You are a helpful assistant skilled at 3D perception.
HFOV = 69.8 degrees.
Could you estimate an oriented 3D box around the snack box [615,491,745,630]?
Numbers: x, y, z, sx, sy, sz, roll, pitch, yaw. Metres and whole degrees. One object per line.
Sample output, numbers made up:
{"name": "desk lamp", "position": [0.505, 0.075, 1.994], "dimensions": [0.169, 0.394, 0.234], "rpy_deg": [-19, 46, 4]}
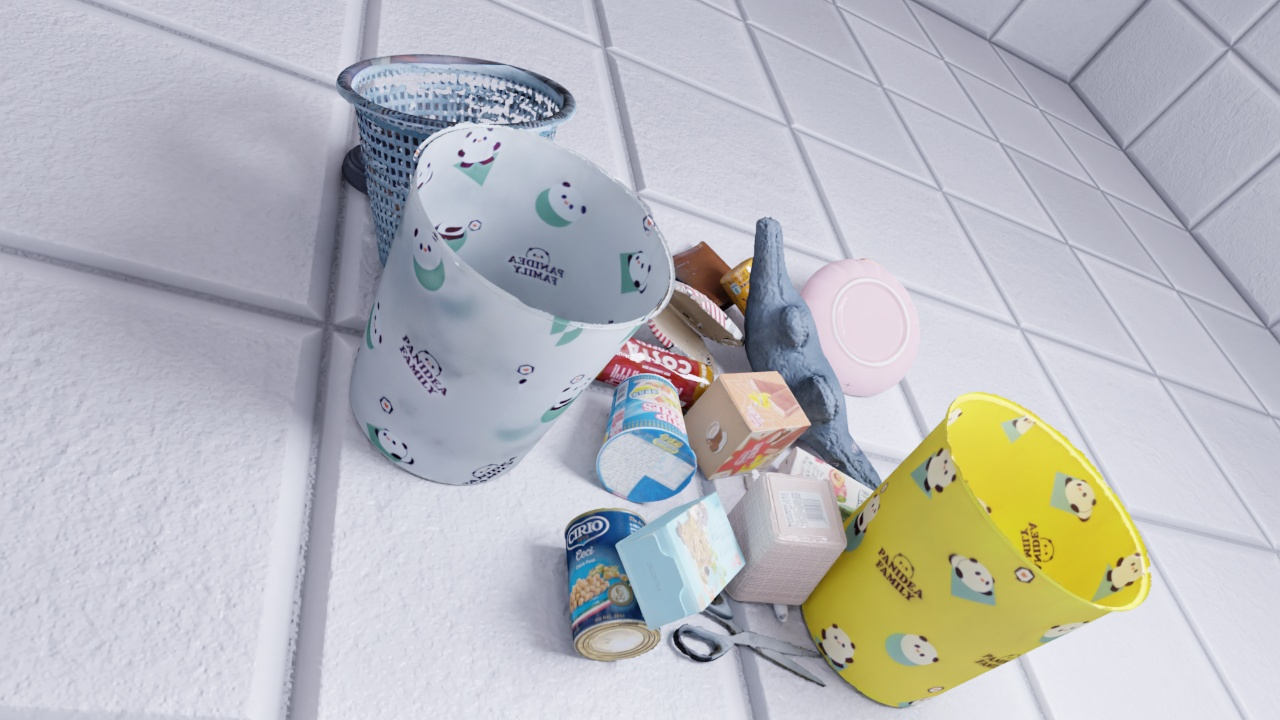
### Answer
{"name": "snack box", "position": [0.040, 0.169, 0.799], "dimensions": [0.074, 0.052, 0.174], "rpy_deg": [67, 18, 6]}

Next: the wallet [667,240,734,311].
{"name": "wallet", "position": [0.085, -0.110, 1.228], "dimensions": [0.101, 0.032, 0.124], "rpy_deg": [43, 38, 12]}

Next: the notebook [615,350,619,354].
{"name": "notebook", "position": [-0.104, -0.083, 1.015], "dimensions": [0.209, 0.012, 0.150], "rpy_deg": [20, 34, 3]}

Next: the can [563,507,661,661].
{"name": "can", "position": [-0.025, 0.194, 0.793], "dimensions": [0.075, 0.076, 0.111], "rpy_deg": [15, 43, -25]}

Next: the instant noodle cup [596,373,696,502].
{"name": "instant noodle cup", "position": [0.005, 0.072, 0.936], "dimensions": [0.099, 0.099, 0.109], "rpy_deg": [24, 33, -16]}

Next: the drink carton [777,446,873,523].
{"name": "drink carton", "position": [0.213, 0.155, 1.041], "dimensions": [0.122, 0.046, 0.053], "rpy_deg": [30, 44, -7]}

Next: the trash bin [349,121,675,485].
{"name": "trash bin", "position": [-0.129, -0.035, 0.805], "dimensions": [0.229, 0.253, 0.229], "rpy_deg": [20, 41, -19]}

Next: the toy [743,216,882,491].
{"name": "toy", "position": [0.191, 0.007, 1.099], "dimensions": [0.091, 0.138, 0.356], "rpy_deg": [-24, 91, -22]}

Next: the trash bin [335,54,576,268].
{"name": "trash bin", "position": [-0.188, -0.182, 0.929], "dimensions": [0.226, 0.195, 0.226], "rpy_deg": [7, 32, -5]}

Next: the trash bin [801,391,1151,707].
{"name": "trash bin", "position": [0.305, 0.198, 0.894], "dimensions": [0.229, 0.256, 0.229], "rpy_deg": [22, 39, -19]}

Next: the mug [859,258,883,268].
{"name": "mug", "position": [0.313, -0.086, 1.314], "dimensions": [0.106, 0.114, 0.081], "rpy_deg": [30, 9, -13]}

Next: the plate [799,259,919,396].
{"name": "plate", "position": [0.303, -0.049, 1.245], "dimensions": [0.192, 0.039, 0.192], "rpy_deg": [3, 80, -19]}

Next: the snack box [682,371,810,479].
{"name": "snack box", "position": [0.113, 0.071, 1.011], "dimensions": [0.094, 0.093, 0.077], "rpy_deg": [-2, 53, -40]}

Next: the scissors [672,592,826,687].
{"name": "scissors", "position": [0.101, 0.261, 0.874], "dimensions": [0.164, 0.014, 0.162], "rpy_deg": [-10, 59, -44]}

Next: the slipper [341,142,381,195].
{"name": "slipper", "position": [-0.202, -0.214, 1.062], "dimensions": [0.267, 0.083, 0.110], "rpy_deg": [9, 37, -26]}

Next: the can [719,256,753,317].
{"name": "can", "position": [0.165, -0.062, 1.186], "dimensions": [0.146, 0.058, 0.058], "rpy_deg": [54, 38, -6]}

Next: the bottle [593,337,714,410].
{"name": "bottle", "position": [-0.006, 0.006, 1.015], "dimensions": [0.174, 0.058, 0.057], "rpy_deg": [19, 41, -21]}

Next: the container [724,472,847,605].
{"name": "container", "position": [0.138, 0.172, 0.898], "dimensions": [0.090, 0.111, 0.090], "rpy_deg": [8, 48, -15]}

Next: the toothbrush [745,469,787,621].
{"name": "toothbrush", "position": [0.134, 0.191, 0.967], "dimensions": [0.016, 0.016, 0.179], "rpy_deg": [11, 45, -19]}

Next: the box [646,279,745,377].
{"name": "box", "position": [0.052, -0.031, 1.068], "dimensions": [0.076, 0.086, 0.163], "rpy_deg": [22, -8, 38]}
